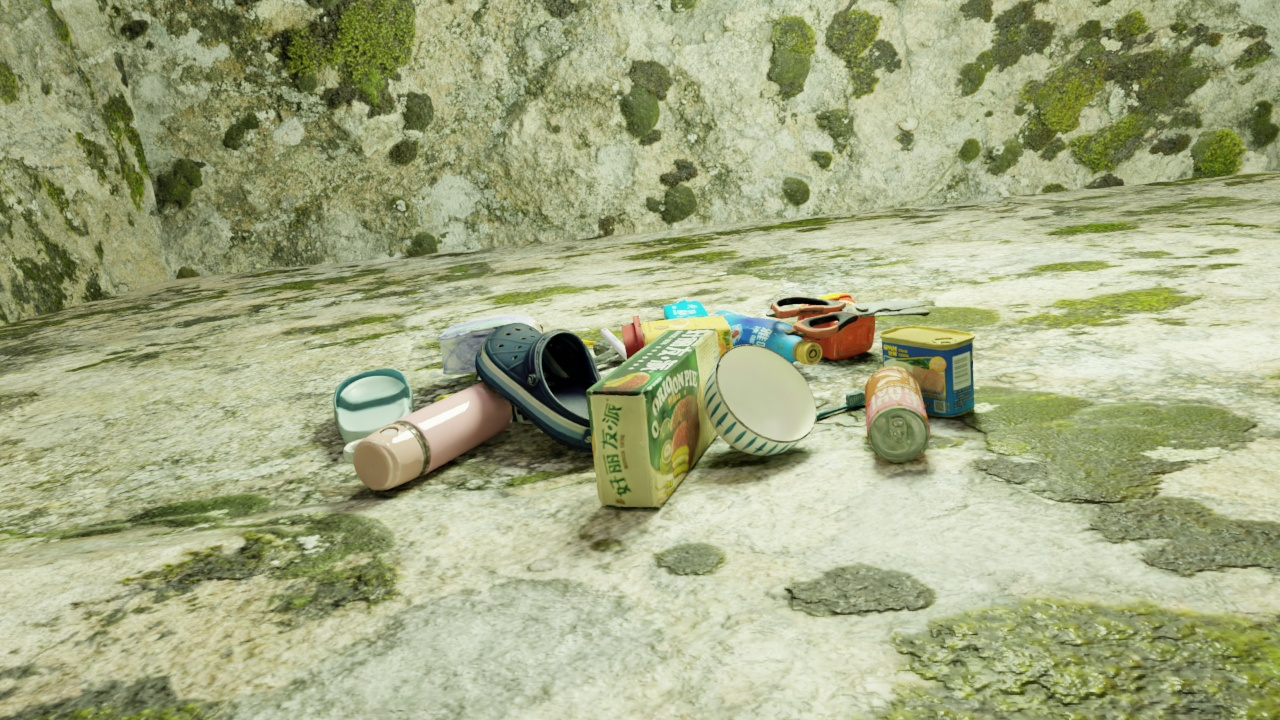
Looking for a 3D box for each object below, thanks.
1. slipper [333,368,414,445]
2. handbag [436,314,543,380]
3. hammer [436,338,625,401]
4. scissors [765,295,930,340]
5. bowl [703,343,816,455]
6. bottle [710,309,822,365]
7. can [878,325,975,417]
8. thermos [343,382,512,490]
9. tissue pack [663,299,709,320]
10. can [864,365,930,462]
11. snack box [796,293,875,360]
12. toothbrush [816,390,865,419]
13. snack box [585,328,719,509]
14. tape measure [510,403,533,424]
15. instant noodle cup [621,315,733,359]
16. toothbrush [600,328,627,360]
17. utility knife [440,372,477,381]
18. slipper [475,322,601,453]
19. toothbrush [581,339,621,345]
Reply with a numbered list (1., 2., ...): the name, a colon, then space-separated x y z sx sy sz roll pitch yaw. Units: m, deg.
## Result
1. slipper: -0.341 0.051 1.165 0.104 0.074 0.245 -11 16 -14
2. handbag: -0.207 -0.021 1.294 0.134 0.075 0.194 -10 9 -1
3. hammer: -0.129 0.022 1.271 0.322 0.032 0.126 -18 17 -39
4. scissors: 0.279 -0.057 1.206 0.205 0.015 0.196 19 37 21
5. bowl: 0.113 0.049 0.933 0.116 0.116 0.066 -18 -24 -38
6. bottle: 0.169 -0.026 1.259 0.065 0.065 0.219 -14 16 -26
7. can: 0.313 0.011 1.000 0.057 0.083 0.102 -16 17 -32
8. thermos: -0.233 0.080 1.008 0.087 0.067 0.198 9 20 28
9. tissue pack: 0.069 -0.029 1.260 0.063 0.090 0.140 -7 14 -1
10. can: 0.255 0.051 0.920 0.058 0.058 0.147 -3 14 14
11. snack box: 0.270 -0.042 1.263 0.091 0.082 0.080 -14 29 -26
12. toothbrush: 0.175 0.061 1.001 0.191 0.018 0.016 -14 16 -27
13. snack box: 0.024 0.049 0.916 0.063 0.114 0.239 0 16 21
14. tape measure: -0.123 0.055 1.131 0.065 0.033 0.066 -20 17 -37
15. instant noodle cup: 0.048 0.000 1.085 0.123 0.116 0.116 -11 14 1
16. toothbrush: -0.013 -0.004 1.251 0.029 0.021 0.189 -22 33 -19
17. utility knife: -0.208 0.010 1.383 0.197 0.021 0.031 -8 8 -32
18. slipper: -0.104 0.012 1.039 0.105 0.095 0.253 11 21 -39
19. toothbrush: -0.110 -0.027 1.495 0.192 0.016 0.018 3 25 32
